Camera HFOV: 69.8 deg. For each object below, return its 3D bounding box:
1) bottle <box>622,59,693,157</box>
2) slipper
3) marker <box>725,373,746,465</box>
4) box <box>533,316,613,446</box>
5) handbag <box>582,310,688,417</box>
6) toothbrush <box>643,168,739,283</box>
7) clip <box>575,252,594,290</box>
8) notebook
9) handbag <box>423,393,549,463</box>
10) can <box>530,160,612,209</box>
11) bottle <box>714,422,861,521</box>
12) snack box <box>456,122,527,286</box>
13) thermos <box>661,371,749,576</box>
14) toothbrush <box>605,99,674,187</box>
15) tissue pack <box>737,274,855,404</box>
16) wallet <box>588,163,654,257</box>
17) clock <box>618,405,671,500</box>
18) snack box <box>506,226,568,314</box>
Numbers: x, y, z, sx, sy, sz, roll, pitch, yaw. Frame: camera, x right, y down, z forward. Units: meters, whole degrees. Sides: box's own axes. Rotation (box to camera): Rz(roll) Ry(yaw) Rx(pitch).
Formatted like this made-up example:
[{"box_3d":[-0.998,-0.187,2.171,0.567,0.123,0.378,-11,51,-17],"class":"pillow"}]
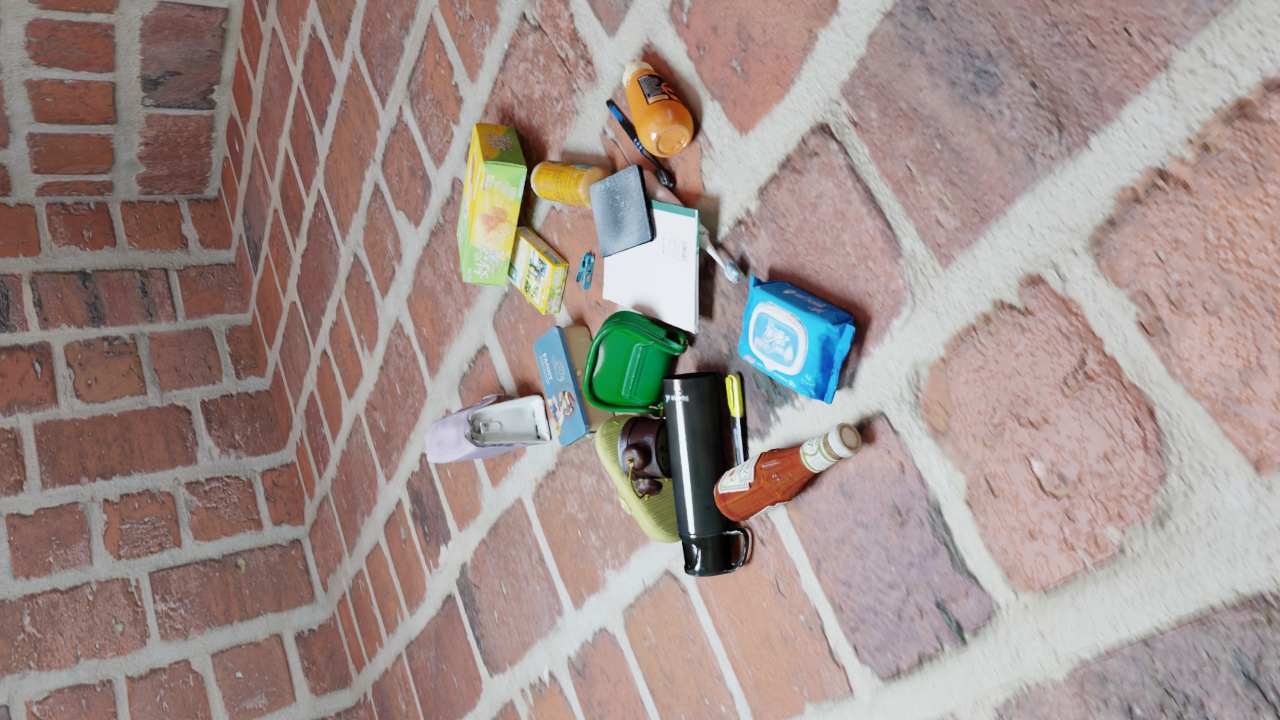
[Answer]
[{"box_3d":[0.013,-0.314,1.115,0.067,0.066,0.149,-59,43,43],"class":"bottle"},{"box_3d":[-0.003,0.164,1.214,0.190,0.091,0.082,60,143,23],"class":"slipper"},{"box_3d":[0.115,0.078,1.085,0.018,0.015,0.124,4,102,60],"class":"marker"},{"box_3d":[-0.100,0.031,1.351,0.090,0.059,0.184,-37,68,52],"class":"box"},{"box_3d":[-0.007,0.007,1.174,0.120,0.067,0.131,16,115,7],"class":"handbag"},{"box_3d":[0.057,-0.163,1.107,0.221,0.026,0.026,53,158,36],"class":"toothbrush"},{"box_3d":[-0.079,-0.130,1.327,0.039,0.013,0.056,49,136,38],"class":"clip"},{"box_3d":[0.010,-0.130,1.158,0.209,0.012,0.150,26,121,53],"class":"notebook"},{"box_3d":[-0.261,0.115,1.529,0.197,0.144,0.098,-21,82,54],"class":"handbag"},{"box_3d":[-0.096,-0.247,1.286,0.146,0.058,0.058,23,115,52],"class":"can"},{"box_3d":[0.157,0.119,0.993,0.207,0.059,0.059,-40,64,49],"class":"bottle"},{"box_3d":[-0.238,-0.246,1.447,0.157,0.070,0.210,-111,32,-51],"class":"snack box"},{"box_3d":[0.081,0.136,1.113,0.090,0.068,0.242,-5,95,27],"class":"thermos"},{"box_3d":[-0.005,-0.283,1.184,0.189,0.016,0.014,58,132,33],"class":"toothbrush"},{"box_3d":[0.157,-0.025,0.968,0.157,0.052,0.095,36,125,47],"class":"tissue pack"},{"box_3d":[-0.024,-0.188,1.170,0.121,0.019,0.097,-9,92,57],"class":"wallet"},{"box_3d":[0.010,0.119,1.140,0.055,0.121,0.082,-4,127,31],"class":"clock"},{"box_3d":[-0.164,-0.142,1.433,0.140,0.033,0.087,45,132,44],"class":"snack box"}]
